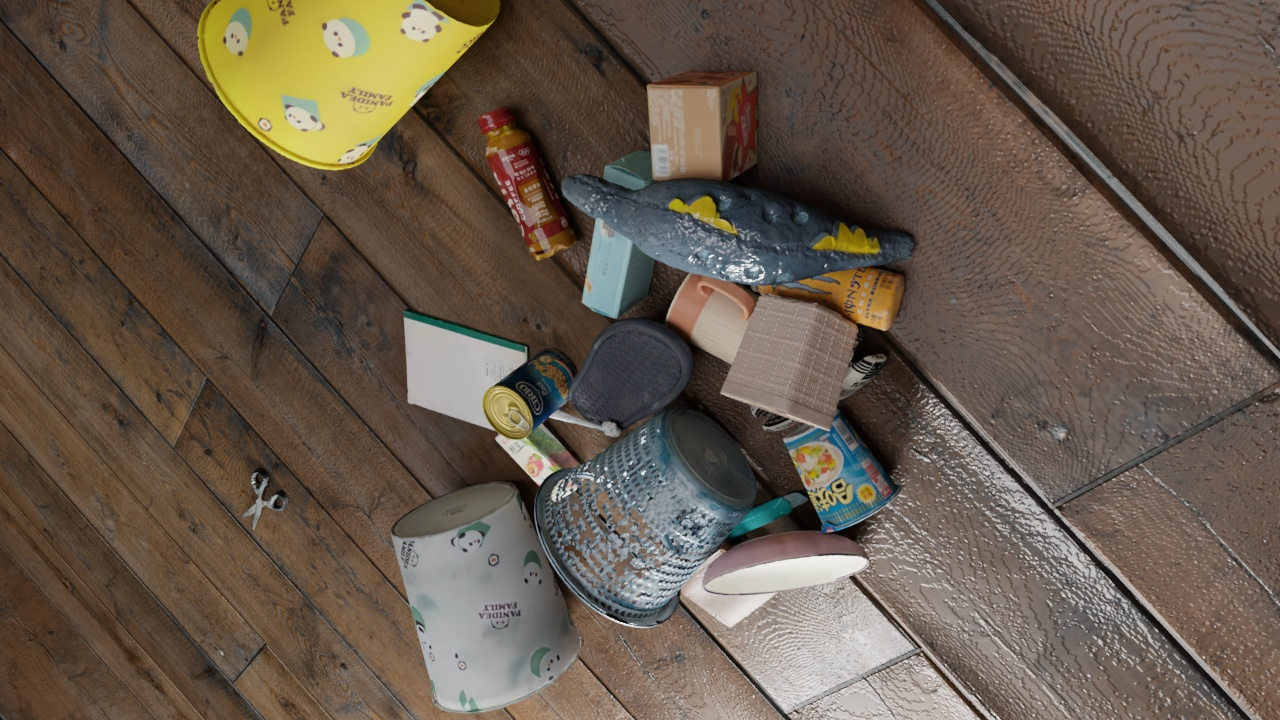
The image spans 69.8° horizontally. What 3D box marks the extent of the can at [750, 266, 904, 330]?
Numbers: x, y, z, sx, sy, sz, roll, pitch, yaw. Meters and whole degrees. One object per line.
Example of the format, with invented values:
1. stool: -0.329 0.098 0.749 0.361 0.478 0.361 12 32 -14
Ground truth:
1. can: 0.190 -0.077 0.933 0.146 0.058 0.058 18 122 23

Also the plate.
1. plate: 0.164 0.231 1.056 0.193 0.192 0.039 -29 58 38

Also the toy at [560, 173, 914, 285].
1. toy: 0.083 -0.127 0.877 0.356 0.137 0.091 12 112 9

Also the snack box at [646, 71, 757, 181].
1. snack box: 0.064 -0.232 0.908 0.077 0.094 0.093 9 118 27

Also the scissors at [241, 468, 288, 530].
1. scissors: -0.698 0.258 1.683 0.165 0.014 0.163 7 119 32

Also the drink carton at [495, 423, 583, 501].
1. drink carton: -0.132 0.128 1.239 0.122 0.045 0.054 48 130 -6

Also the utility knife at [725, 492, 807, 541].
1. utility knife: 0.139 0.197 1.134 0.175 0.013 0.029 -34 96 40

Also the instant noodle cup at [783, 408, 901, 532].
1. instant noodle cup: 0.213 0.116 1.001 0.099 0.099 0.110 -31 88 38

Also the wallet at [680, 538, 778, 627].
1. wallet: 0.113 0.285 1.181 0.101 0.032 0.125 37 130 -4

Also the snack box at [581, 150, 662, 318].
1. snack box: -0.014 -0.139 1.017 0.052 0.074 0.175 25 124 20

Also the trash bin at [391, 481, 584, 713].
1. trash bin: -0.225 0.323 1.301 0.230 0.228 0.252 -9 103 35

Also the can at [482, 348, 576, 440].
1. can: -0.137 0.041 1.163 0.075 0.110 0.075 15 123 25

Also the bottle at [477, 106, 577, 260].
1. bottle: -0.134 -0.206 1.066 0.058 0.057 0.175 -16 105 36

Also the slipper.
1. slipper: -0.006 0.006 1.086 0.110 0.083 0.269 44 149 -2

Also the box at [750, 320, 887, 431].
1. box: 0.180 0.014 0.989 0.164 0.076 0.086 -37 75 42

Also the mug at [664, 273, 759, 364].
1. mug: 0.092 -0.051 0.981 0.106 0.081 0.115 30 159 13

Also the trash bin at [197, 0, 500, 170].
1. trash bin: -0.305 -0.370 0.992 0.256 0.228 0.229 -27 98 32

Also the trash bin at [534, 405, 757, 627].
1. trash bin: 0.021 0.166 1.084 0.226 0.226 0.195 46 116 3

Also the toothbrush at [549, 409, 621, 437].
1. toothbrush: -0.089 0.073 1.180 0.180 0.016 0.016 11 138 46

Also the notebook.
1. notebook: -0.244 0.021 1.279 0.209 0.012 0.151 16 120 23

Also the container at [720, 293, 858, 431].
1. container: 0.152 0.000 0.914 0.090 0.090 0.111 18 88 50
